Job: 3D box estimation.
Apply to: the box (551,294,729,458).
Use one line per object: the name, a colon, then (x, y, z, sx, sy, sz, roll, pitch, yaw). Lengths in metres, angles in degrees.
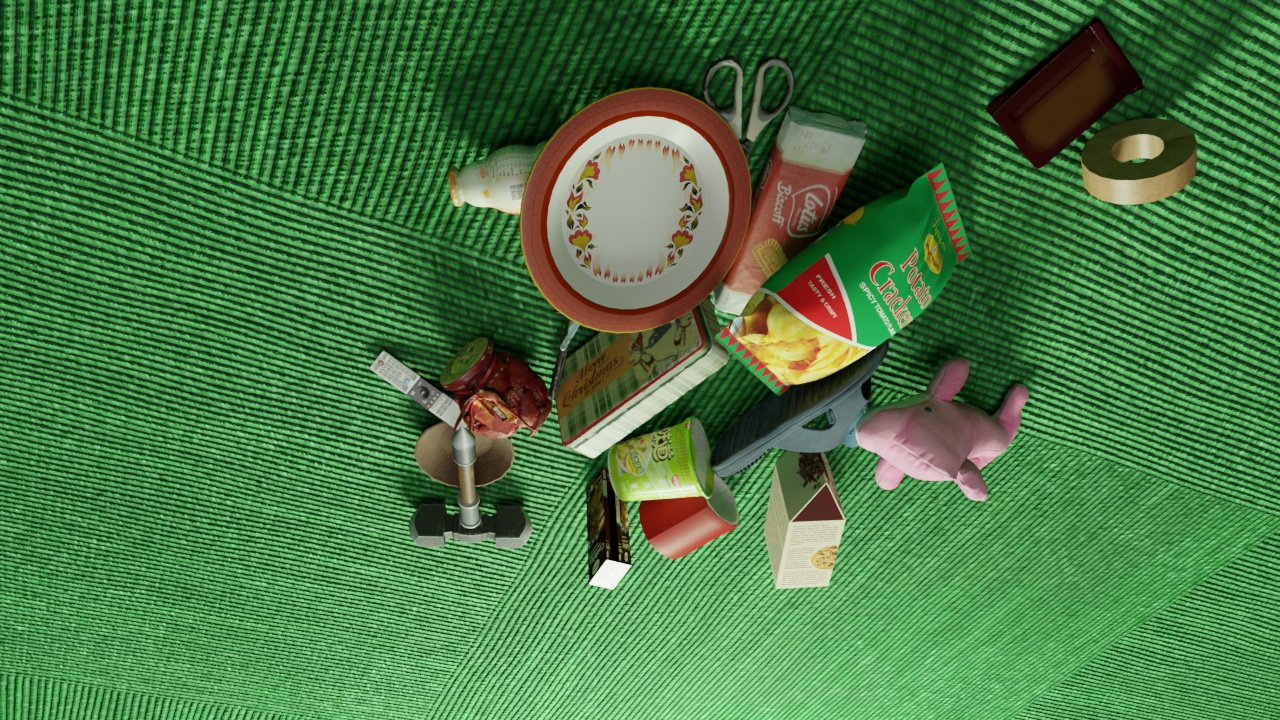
box: (-0.006, 0.006, 0.965, 0.206, 0.117, 0.050, -37, 132, 27)

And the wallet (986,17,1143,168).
wallet: (0.392, -0.242, 0.846, 0.091, 0.018, 0.116, 35, 119, -29)

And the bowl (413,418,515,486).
bowl: (-0.208, 0.102, 1.090, 0.118, 0.030, 0.118, -2, 131, -3)

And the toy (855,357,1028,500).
toy: (0.358, 0.101, 1.052, 0.265, 0.128, 0.187, 3, 125, -37)

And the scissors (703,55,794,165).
scissors: (0.085, -0.207, 0.853, 0.132, 0.012, 0.170, 23, 128, -21)

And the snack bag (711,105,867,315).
snack bag: (0.142, -0.136, 0.903, 0.077, 0.041, 0.226, 10, 131, -12)

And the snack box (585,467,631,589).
snack box: (-0.040, 0.203, 1.122, 0.031, 0.140, 0.051, 18, 128, -20)

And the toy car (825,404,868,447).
toy car: (0.250, 0.067, 1.101, 0.060, 0.027, 0.108, -17, 131, 10)

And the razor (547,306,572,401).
razor: (-0.084, -0.007, 0.981, 0.042, 0.026, 0.106, 11, 103, -17)

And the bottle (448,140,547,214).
bottle: (-0.119, -0.165, 0.838, 0.108, 0.063, 0.063, -6, 132, 1)

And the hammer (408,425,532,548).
hammer: (-0.199, 0.146, 1.056, 0.156, 0.043, 0.323, 2, 150, -7)

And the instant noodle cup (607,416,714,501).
instant noodle cup: (0.024, 0.125, 1.096, 0.108, 0.098, 0.099, -14, 132, 17)

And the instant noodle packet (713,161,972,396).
instant noodle packet: (0.208, -0.067, 0.908, 0.253, 0.090, 0.195, -38, 149, 11)

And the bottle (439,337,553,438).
bottle: (-0.156, 0.040, 0.993, 0.099, 0.098, 0.111, -31, 119, 21)

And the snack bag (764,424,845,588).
snack bag: (0.209, 0.187, 1.160, 0.070, 0.094, 0.207, -2, 132, -4)

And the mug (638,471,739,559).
mug: (0.071, 0.201, 1.172, 0.097, 0.080, 0.116, -34, 133, 23)

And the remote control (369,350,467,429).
remote control: (-0.241, 0.034, 1.019, 0.124, 0.011, 0.028, 38, 107, -15)

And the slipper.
slipper: (0.191, 0.069, 1.042, 0.082, 0.101, 0.264, 41, 123, -13)

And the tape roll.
tape roll: (0.461, -0.185, 0.850, 0.094, 0.093, 0.027, -19, 130, 12)

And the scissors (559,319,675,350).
scissors: (-0.038, -0.084, 0.910, 0.171, 0.021, 0.172, 29, 96, -2)

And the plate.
plate: (-0.003, -0.134, 0.845, 0.229, 0.021, 0.230, -11, 119, -21)
